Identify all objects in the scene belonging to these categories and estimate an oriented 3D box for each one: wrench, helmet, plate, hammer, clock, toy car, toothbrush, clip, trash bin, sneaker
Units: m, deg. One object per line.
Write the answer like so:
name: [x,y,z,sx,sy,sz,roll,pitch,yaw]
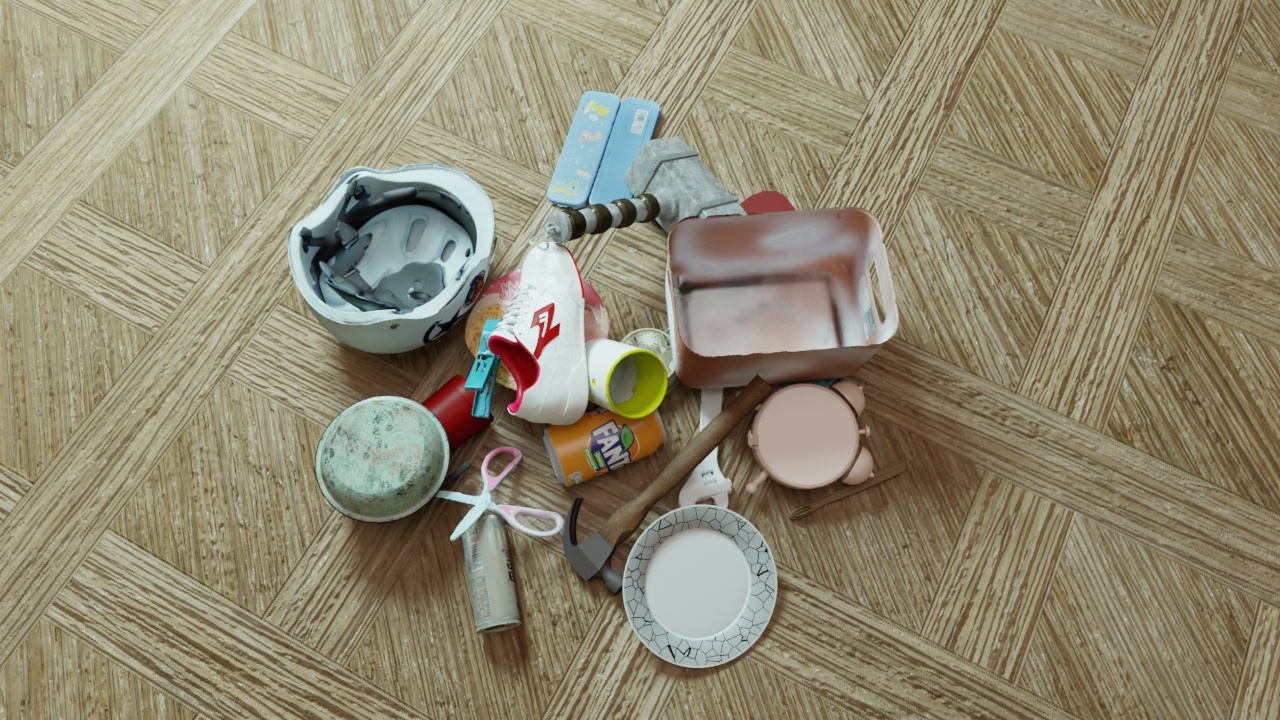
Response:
wrench: [0.091,0.079,1.195,0.066,0.018,0.272,5,66,2]
helmet: [-0.308,-0.122,1.195,0.236,0.164,0.263,35,65,13]
plate: [0.070,0.266,1.090,0.188,0.016,0.188,1,85,-12]
hammer: [0.036,0.139,1.111,0.323,0.033,0.115,-45,74,2]
clock: [-0.007,0.007,1.203,0.140,0.055,0.093,-21,69,-11]
clock: [0.208,0.094,1.144,0.160,0.086,0.131,-4,81,-5]
hammer: [-0.019,-0.194,1.196,0.325,0.080,0.177,-21,66,-41]
toy car: [0.223,0.030,1.210,0.107,0.027,0.060,-37,72,-15]
toothbrush: [0.263,0.164,1.161,0.166,0.016,0.016,-22,70,-10]
clip: [-0.186,0.009,1.127,0.027,0.104,0.120,9,62,0]
trash bin: [0.160,-0.070,1.138,0.259,0.157,0.181,-5,71,-5]
sneaker: [-0.131,-0.040,1.101,0.104,0.091,0.236,5,70,-30]

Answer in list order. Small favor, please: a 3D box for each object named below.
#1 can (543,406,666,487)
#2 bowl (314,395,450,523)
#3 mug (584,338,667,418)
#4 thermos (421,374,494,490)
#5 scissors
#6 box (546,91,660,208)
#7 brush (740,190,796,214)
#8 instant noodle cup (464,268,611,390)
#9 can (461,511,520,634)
can: [-0.045,0.099,1.150,0.142,0.079,0.079,-21,69,-9]
bowl: [-0.304,0.109,1.071,0.157,0.039,0.157,1,67,-3]
mug: [-0.028,0.020,1.105,0.082,0.106,0.082,-6,102,-28]
thermos: [-0.276,0.116,1.141,0.198,0.084,0.108,-39,86,-18]
scissors: [-0.167,0.173,1.111,0.173,0.014,0.170,31,37,5]
box: [-0.053,-0.308,1.352,0.125,0.021,0.208,14,67,4]
brush: [0.201,-0.156,1.280,0.082,0.042,0.173,-30,71,-13]
instant noodle cup: [-0.130,-0.028,1.204,0.178,0.078,0.178,0,69,0]
can: [-0.180,0.253,1.098,0.054,0.054,0.135,-12,68,-6]
